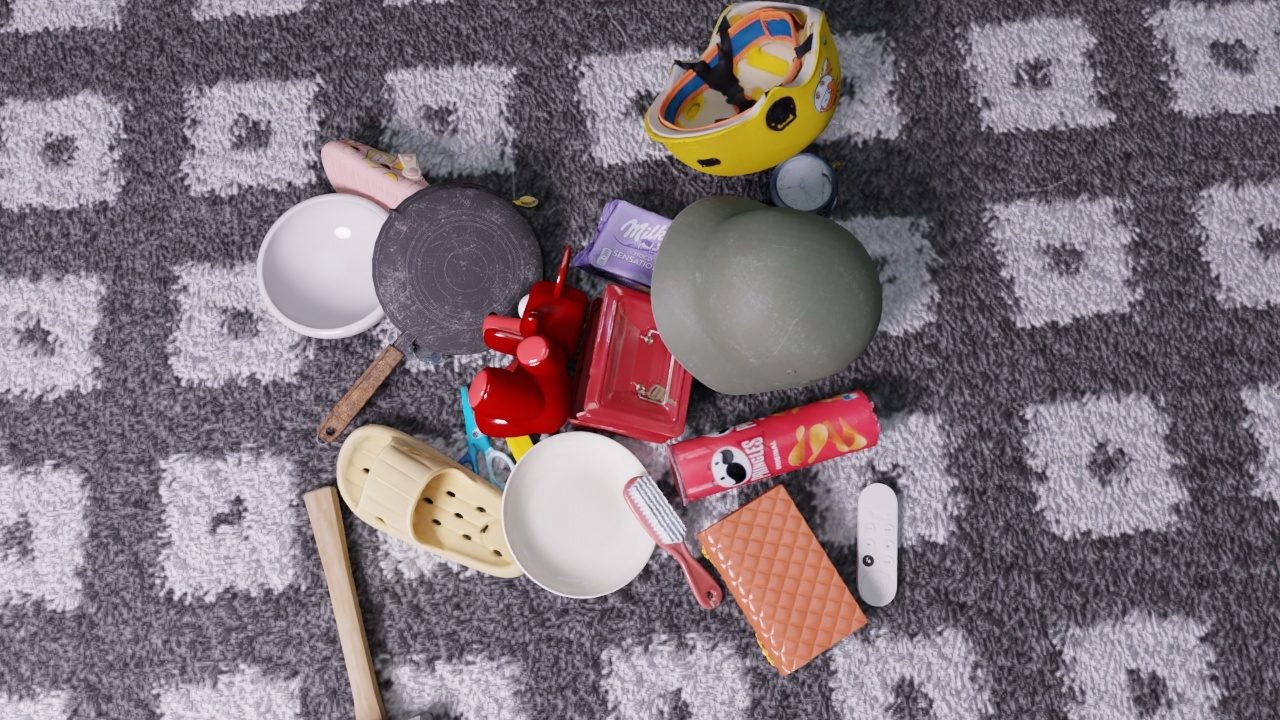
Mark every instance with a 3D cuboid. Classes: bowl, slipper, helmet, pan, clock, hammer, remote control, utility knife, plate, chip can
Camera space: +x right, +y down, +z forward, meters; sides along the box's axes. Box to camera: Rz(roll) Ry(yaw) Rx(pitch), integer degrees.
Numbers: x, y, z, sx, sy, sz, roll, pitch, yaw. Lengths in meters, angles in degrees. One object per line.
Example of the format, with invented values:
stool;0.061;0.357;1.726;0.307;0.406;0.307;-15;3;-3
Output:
bowl;-0.359;-0.106;1.095;0.176;0.066;0.176;0;77;1
slipper;-0.292;-0.211;1.116;0.197;0.093;0.081;30;54;10
slipper;-0.233;0.164;1.021;0.261;0.079;0.111;26;91;6
helmet;0.166;-0.070;0.993;0.267;0.154;0.226;22;79;-30
pan;-0.251;-0.044;1.049;0.207;0.040;0.356;40;82;-20
clock;0.190;-0.192;1.110;0.090;0.052;0.129;22;83;6
hammer;-0.320;0.298;1.015;0.117;0.051;0.322;-18;75;-3
helmet;0.132;-0.296;1.079;0.240;0.139;0.209;-47;39;-4
remote control;0.267;0.207;1.035;0.043;0.013;0.136;4;77;2
utility knife;-0.143;0.088;1.072;0.030;0.017;0.155;-26;79;-9
plate;-0.068;0.171;1.021;0.182;0.034;0.182;6;72;-20
chip can;0.149;0.096;1.034;0.233;0.073;0.073;-16;77;-3

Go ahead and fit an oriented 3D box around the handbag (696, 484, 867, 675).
handbag;0.150;0.239;1.006;0.108;0.060;0.172;-30;81;-11

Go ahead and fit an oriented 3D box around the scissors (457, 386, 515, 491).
scissors;-0.198;0.093;1.075;0.083;0.015;0.140;-18;80;0

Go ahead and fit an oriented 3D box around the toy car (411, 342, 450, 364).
toy car;-0.240;-0.048;1.097;0.048;0.032;0.105;12;91;3

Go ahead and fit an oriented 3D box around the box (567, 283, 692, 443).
box;-0.008;0.010;1.054;0.136;0.123;0.157;16;74;-14

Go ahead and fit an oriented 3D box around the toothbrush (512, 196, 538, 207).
toothbrush;-0.195;-0.196;1.137;0.135;0.016;0.021;-2;82;1

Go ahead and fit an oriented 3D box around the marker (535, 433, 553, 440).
marker;-0.095;0.103;1.068;0.022;0.016;0.138;-34;78;-29

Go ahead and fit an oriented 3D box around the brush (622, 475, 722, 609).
brush;0.041;0.201;1.018;0.040;0.030;0.172;-34;89;-26

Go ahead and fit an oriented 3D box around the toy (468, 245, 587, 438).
toy;-0.118;-0.013;1.013;0.120;0.158;0.197;16;72;1

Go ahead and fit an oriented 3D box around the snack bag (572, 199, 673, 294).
snack bag;0.032;-0.115;1.093;0.205;0.058;0.096;23;76;9
